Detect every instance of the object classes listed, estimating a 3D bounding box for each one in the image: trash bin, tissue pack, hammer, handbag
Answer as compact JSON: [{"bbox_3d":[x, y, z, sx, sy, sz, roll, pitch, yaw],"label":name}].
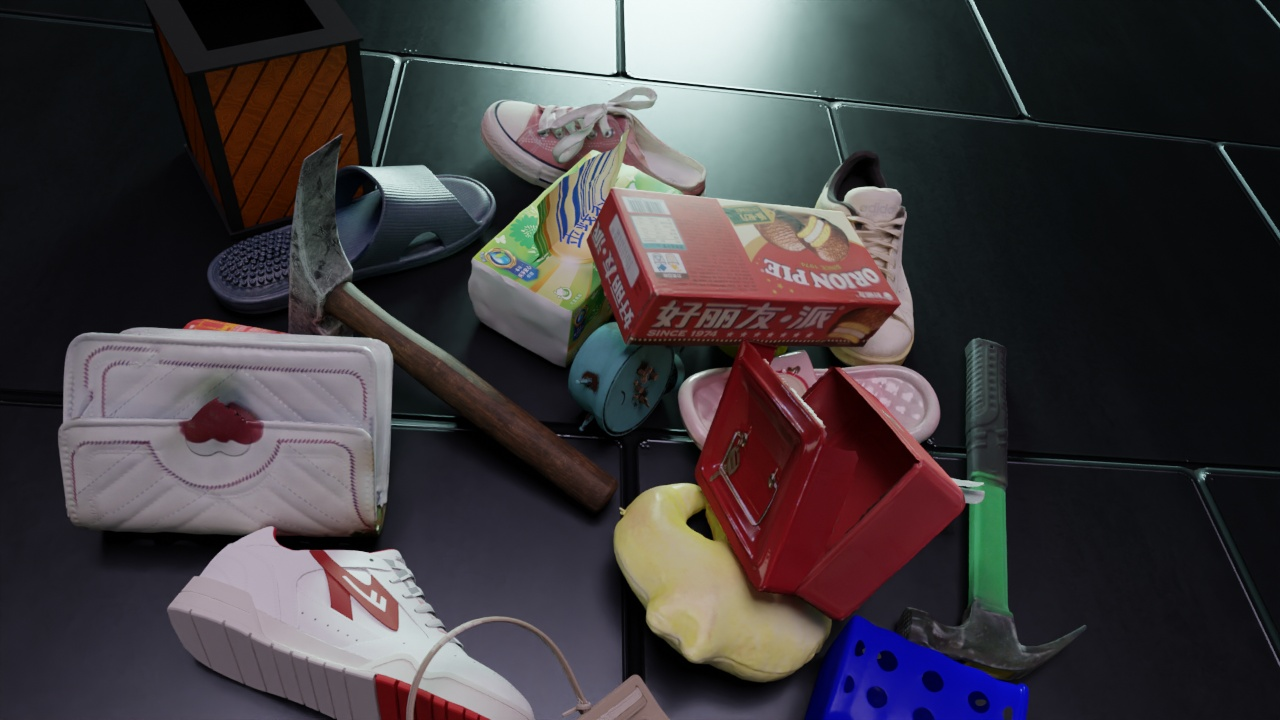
[{"bbox_3d":[-0.334,-0.234,0.820,0.139,0.172,0.139,-22,58,-26],"label":"trash bin"},{"bbox_3d":[-0.050,-0.115,0.792,0.120,0.142,0.197,24,51,10],"label":"tissue pack"},{"bbox_3d":[0.282,0.104,0.745,0.130,0.032,0.317,15,50,3],"label":"hammer"},{"bbox_3d":[-0.056,0.236,0.503,0.175,0.062,0.198,-29,89,-29],"label":"handbag"},{"bbox_3d":[-0.276,0.051,0.627,0.198,0.096,0.142,2,93,-9],"label":"handbag"},{"bbox_3d":[-0.131,-0.003,0.669,0.300,0.218,0.036,36,53,4],"label":"hammer"}]

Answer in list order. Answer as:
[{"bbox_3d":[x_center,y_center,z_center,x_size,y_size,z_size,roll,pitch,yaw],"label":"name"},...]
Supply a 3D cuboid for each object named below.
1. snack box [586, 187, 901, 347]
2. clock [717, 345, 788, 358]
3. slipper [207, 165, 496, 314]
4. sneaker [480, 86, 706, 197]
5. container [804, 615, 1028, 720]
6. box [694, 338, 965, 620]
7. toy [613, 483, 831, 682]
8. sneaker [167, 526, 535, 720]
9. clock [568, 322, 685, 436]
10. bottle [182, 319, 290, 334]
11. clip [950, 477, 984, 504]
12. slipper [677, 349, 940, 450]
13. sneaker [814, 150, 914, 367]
[{"bbox_3d":[0.084,-0.071,0.737,0.236,0.060,0.113,0,51,-29],"label":"snack box"},{"bbox_3d":[0.093,-0.050,0.818,0.119,0.057,0.083,39,55,19],"label":"clock"},{"bbox_3d":[-0.252,-0.127,0.808,0.263,0.083,0.101,-27,58,-27],"label":"slipper"},{"bbox_3d":[-0.045,-0.219,0.914,0.241,0.088,0.118,19,50,4],"label":"sneaker"},{"bbox_3d":[0.170,0.231,0.586,0.113,0.085,0.084,22,52,10],"label":"container"},{"bbox_3d":[0.124,0.083,0.637,0.127,0.137,0.157,16,21,-20],"label":"box"},{"bbox_3d":[0.051,0.153,0.640,0.170,0.065,0.154,34,34,13],"label":"toy"},{"bbox_3d":[-0.165,0.170,0.583,0.237,0.090,0.104,17,43,9],"label":"sneaker"},{"bbox_3d":[-0.004,0.004,0.739,0.053,0.090,0.124,31,53,27],"label":"clock"},{"bbox_3d":[-0.278,0.008,0.704,0.137,0.062,0.061,11,50,-2],"label":"bottle"},{"bbox_3d":[0.209,0.109,0.711,0.102,0.044,0.054,6,33,30],"label":"clip"},{"bbox_3d":[0.141,0.040,0.753,0.221,0.056,0.106,-3,53,-9],"label":"slipper"},{"bbox_3d":[0.216,-0.102,0.854,0.089,0.103,0.241,5,51,-6],"label":"sneaker"}]
